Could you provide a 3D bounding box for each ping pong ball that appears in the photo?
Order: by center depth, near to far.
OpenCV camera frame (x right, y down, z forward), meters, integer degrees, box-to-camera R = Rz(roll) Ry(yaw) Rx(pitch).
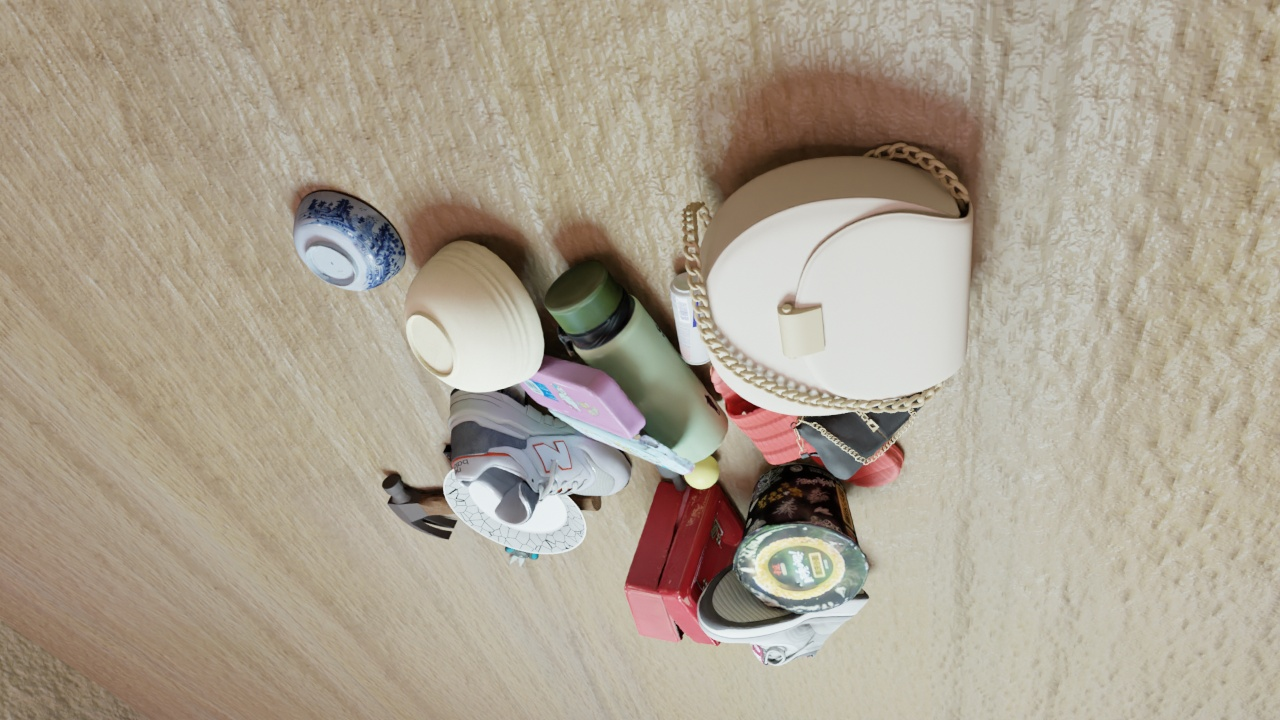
[{"bbox_3d":[0.068,0.123,1.025,0.040,0.040,0.040,11,141,9],"label":"ping pong ball"}]

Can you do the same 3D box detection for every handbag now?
[{"bbox_3d":[0.150,-0.057,0.725,0.209,0.103,0.211,-8,131,8],"label":"handbag"},{"bbox_3d":[0.197,0.048,0.842,0.079,0.128,0.054,44,-179,-6],"label":"handbag"}]

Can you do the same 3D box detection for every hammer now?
[{"bbox_3d":[-0.198,0.191,1.220,0.324,0.033,0.115,-6,133,27],"label":"hammer"}]

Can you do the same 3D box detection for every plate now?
[{"bbox_3d":[-0.157,0.183,1.158,0.189,0.016,0.189,11,138,10],"label":"plate"}]

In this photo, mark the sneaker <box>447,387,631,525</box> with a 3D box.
[{"bbox_3d":[-0.117,0.127,1.018,0.239,0.124,0.089,30,134,-25],"label":"sneaker"}]

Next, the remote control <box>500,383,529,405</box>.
[{"bbox_3d":[-0.145,0.054,1.050,0.033,0.013,0.137,16,142,3],"label":"remote control"}]

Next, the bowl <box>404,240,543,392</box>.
[{"bbox_3d":[-0.171,-0.030,0.866,0.151,0.075,0.151,25,132,30],"label":"bowl"}]

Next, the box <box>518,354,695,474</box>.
[{"bbox_3d":[-0.047,0.051,0.919,0.151,0.035,0.214,43,165,-29],"label":"box"}]

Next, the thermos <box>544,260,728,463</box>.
[{"bbox_3d":[-0.005,0.005,0.884,0.082,0.082,0.231,-13,132,33],"label":"thermos"}]

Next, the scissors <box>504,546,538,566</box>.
[{"bbox_3d":[-0.162,0.258,1.292,0.124,0.019,0.148,-6,141,21],"label":"scissors"}]

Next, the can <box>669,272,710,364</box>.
[{"bbox_3d":[0.048,-0.038,0.847,0.032,0.032,0.095,5,139,16],"label":"can"}]

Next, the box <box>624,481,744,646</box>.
[{"bbox_3d":[0.046,0.236,1.077,0.110,0.157,0.134,1,137,28],"label":"box"}]

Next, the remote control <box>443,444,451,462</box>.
[{"bbox_3d":[-0.176,0.117,1.136,0.150,0.013,0.034,-5,135,27],"label":"remote control"}]

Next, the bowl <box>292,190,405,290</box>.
[{"bbox_3d":[-0.291,-0.106,0.894,0.114,0.045,0.114,11,141,9],"label":"bowl"}]

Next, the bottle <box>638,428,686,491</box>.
[{"bbox_3d":[0.029,0.110,1.032,0.030,0.030,0.113,-3,137,24],"label":"bottle"}]

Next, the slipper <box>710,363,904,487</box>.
[{"bbox_3d":[0.162,0.072,0.909,0.248,0.059,0.104,36,141,-24],"label":"slipper"}]

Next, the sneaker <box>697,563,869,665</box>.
[{"bbox_3d":[0.150,0.307,1.065,0.262,0.097,0.129,8,114,-43],"label":"sneaker"}]

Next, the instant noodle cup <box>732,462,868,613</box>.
[{"bbox_3d":[0.170,0.184,0.985,0.137,0.112,0.137,5,126,6],"label":"instant noodle cup"}]
